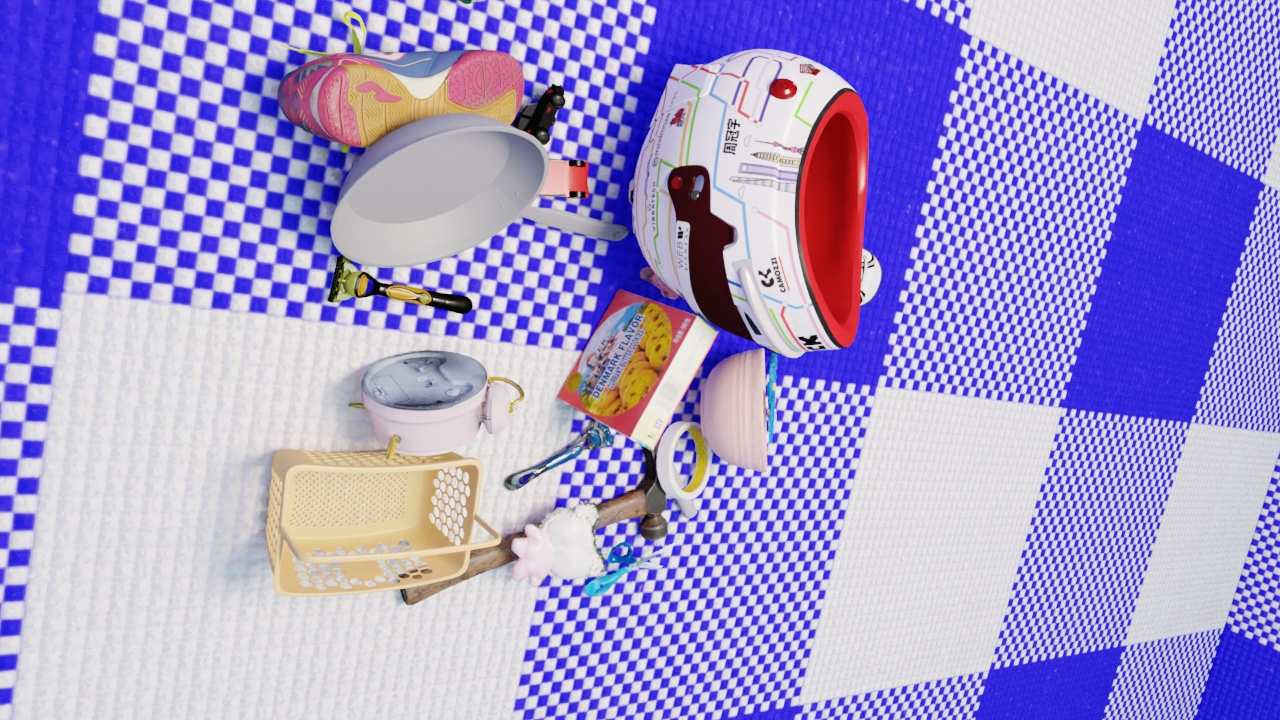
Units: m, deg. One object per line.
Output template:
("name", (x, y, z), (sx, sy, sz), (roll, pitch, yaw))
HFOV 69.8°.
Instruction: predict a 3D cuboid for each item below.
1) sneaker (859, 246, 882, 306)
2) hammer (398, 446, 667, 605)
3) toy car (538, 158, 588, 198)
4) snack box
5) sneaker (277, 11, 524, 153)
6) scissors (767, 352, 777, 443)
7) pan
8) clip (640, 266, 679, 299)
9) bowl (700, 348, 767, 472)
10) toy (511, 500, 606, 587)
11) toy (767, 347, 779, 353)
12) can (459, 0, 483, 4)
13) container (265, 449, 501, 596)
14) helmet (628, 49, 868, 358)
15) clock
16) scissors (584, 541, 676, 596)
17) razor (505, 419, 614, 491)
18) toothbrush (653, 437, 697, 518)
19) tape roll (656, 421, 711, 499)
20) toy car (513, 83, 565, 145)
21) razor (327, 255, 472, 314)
("sneaker", (0.227, -0.119, 1.133), (0.245, 0.097, 0.091), (14, 95, -36))
("hammer", (-0.112, 0.192, 1.032), (0.329, 0.033, 0.120), (-16, 108, -30))
("toy car", (-0.092, -0.186, 0.937), (0.089, 0.025, 0.038), (-3, 96, -25))
("snack box", (-0.006, 0.006, 0.978), (0.040, 0.145, 0.142), (32, 84, -39))
("sneaker", (-0.207, -0.245, 0.817), (0.241, 0.091, 0.116), (-24, 123, -49))
("scissors", (0.165, 0.051, 1.161), (0.130, 0.014, 0.125), (69, 25, -54))
("pan", (-0.131, -0.150, 0.873), (0.355, 0.201, 0.050), (-4, 63, -54))
("clip", (0.020, -0.090, 1.050), (0.023, 0.045, 0.060), (-61, 159, -2))
("bowl", (0.112, 0.060, 1.098), (0.076, 0.152, 0.153), (-1, 109, 9))
("toy", (-0.094, 0.204, 1.005), (0.108, 0.041, 0.096), (-12, 104, -24))
("toy", (0.198, -0.044, 1.157), (0.095, 0.041, 0.094), (-6, 140, -23))
("can", (-0.130, -0.372, 0.839), (0.101, 0.053, 0.053), (-42, 123, -18))
("container", (-0.240, 0.150, 0.842), (0.183, 0.167, 0.129), (2, 102, -36))
("helmet", (0.105, -0.159, 0.947), (0.230, 0.236, 0.314), (16, 77, -57))
("clock", (-0.188, 0.037, 0.881), (0.157, 0.117, 0.059), (-14, 122, -31))
("scissors", (-0.008, 0.241, 1.100), (0.129, 0.014, 0.119), (-20, 143, -20))
("razor", (-0.089, 0.109, 1.029), (0.140, 0.018, 0.044), (-29, 119, -25))
("toothbrush", (0.028, 0.120, 1.112), (0.018, 0.019, 0.188), (-35, 121, -15))
("tape roll", (0.054, 0.121, 1.111), (0.093, 0.019, 0.094), (0, 90, -53))
("toy car", (-0.102, -0.233, 0.899), (0.036, 0.042, 0.091), (24, 69, -13))
("razor", (-0.226, -0.065, 0.883), (0.144, 0.021, 0.044), (10, 97, -39))
